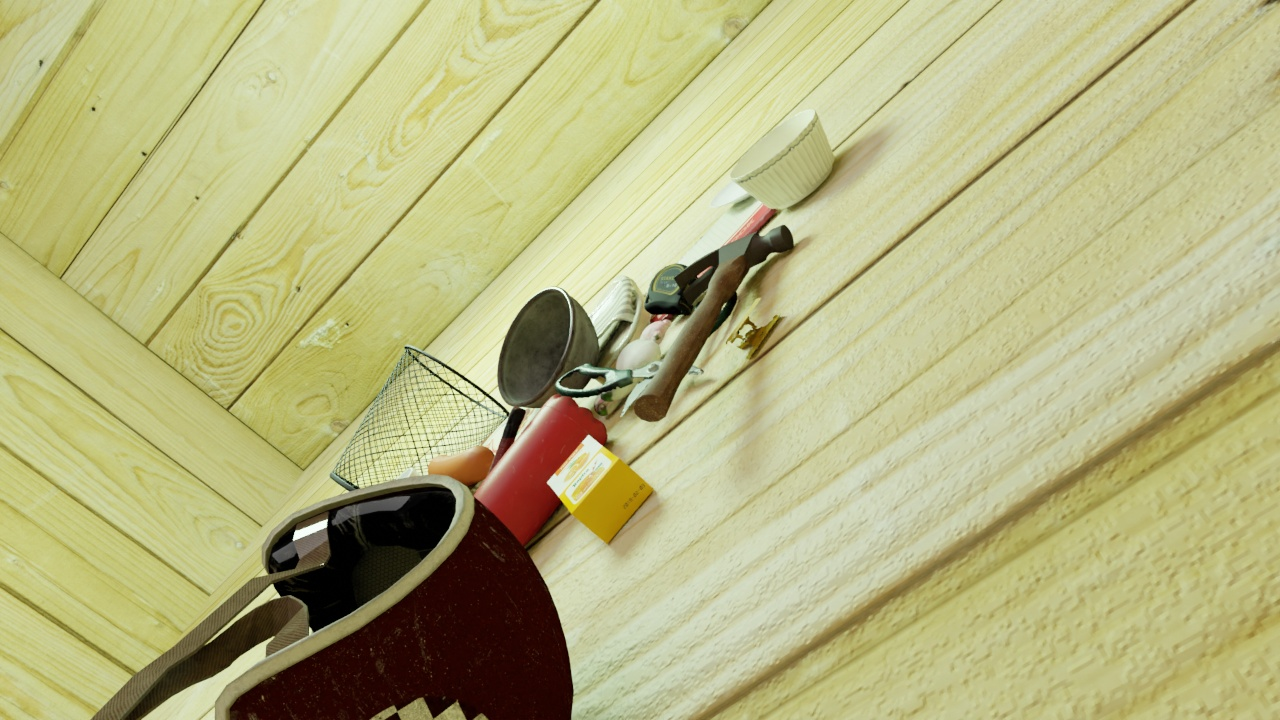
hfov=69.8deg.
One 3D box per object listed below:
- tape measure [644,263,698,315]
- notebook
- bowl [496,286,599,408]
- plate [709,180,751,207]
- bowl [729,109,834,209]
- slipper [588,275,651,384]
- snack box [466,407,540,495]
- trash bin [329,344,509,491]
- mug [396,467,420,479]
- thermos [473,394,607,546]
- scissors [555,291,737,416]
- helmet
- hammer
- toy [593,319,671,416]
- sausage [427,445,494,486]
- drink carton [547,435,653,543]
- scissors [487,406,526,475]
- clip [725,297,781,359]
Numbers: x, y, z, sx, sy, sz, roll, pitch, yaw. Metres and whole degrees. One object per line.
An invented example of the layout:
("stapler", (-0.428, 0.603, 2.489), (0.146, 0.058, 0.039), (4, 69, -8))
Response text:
("tape measure", (0.039, -0.079, 1.043), (0.062, 0.034, 0.061), (7, 68, 46))
("notebook", (0.074, -0.120, 1.125), (0.209, 0.012, 0.153), (-46, 15, 7))
("bowl", (-0.097, -0.006, 1.057), (0.145, 0.067, 0.144), (-29, 50, 40))
("plate", (0.148, -0.231, 1.172), (0.135, 0.011, 0.134), (-33, 16, 11))
("bowl", (0.163, -0.216, 1.013), (0.115, 0.062, 0.115), (-38, 17, 14))
("slipper", (-0.039, -0.051, 1.160), (0.115, 0.054, 0.272), (-47, 16, 15))
("snack box", (-0.149, 0.106, 1.104), (0.147, 0.041, 0.143), (-43, 16, 13))
("trash bin", (-0.319, 0.117, 1.309), (0.210, 0.184, 0.184), (-57, 17, -14))
("mug", (-0.270, 0.194, 1.116), (0.074, 0.090, 0.110), (-45, 15, 6))
("thermos", (-0.126, 0.143, 0.884), (0.239, 0.073, 0.073), (-53, 16, -19))
("scissors", (0.013, -0.011, 0.916), (0.202, 0.015, 0.204), (2, 39, 49))
("helmet", (-0.160, 0.181, 0.521), (0.233, 0.253, 0.233), (-24, 18, -9))
("hammer", (0.057, -0.040, 0.826), (0.116, 0.033, 0.321), (-21, 19, 30))
("toy", (-0.006, 0.006, 0.975), (0.122, 0.038, 0.079), (-54, 8, -15))
("sausage", (-0.210, 0.125, 1.060), (0.165, 0.039, 0.044), (-19, 35, 59))
("drink carton", (-0.038, 0.108, 0.794), (0.058, 0.040, 0.122), (-49, 15, -6))
("scissors", (-0.137, 0.134, 0.947), (0.178, 0.015, 0.199), (-17, -56, -52))
("clip", (0.093, -0.027, 0.806), (0.048, 0.046, 0.054), (16, 62, 45))
